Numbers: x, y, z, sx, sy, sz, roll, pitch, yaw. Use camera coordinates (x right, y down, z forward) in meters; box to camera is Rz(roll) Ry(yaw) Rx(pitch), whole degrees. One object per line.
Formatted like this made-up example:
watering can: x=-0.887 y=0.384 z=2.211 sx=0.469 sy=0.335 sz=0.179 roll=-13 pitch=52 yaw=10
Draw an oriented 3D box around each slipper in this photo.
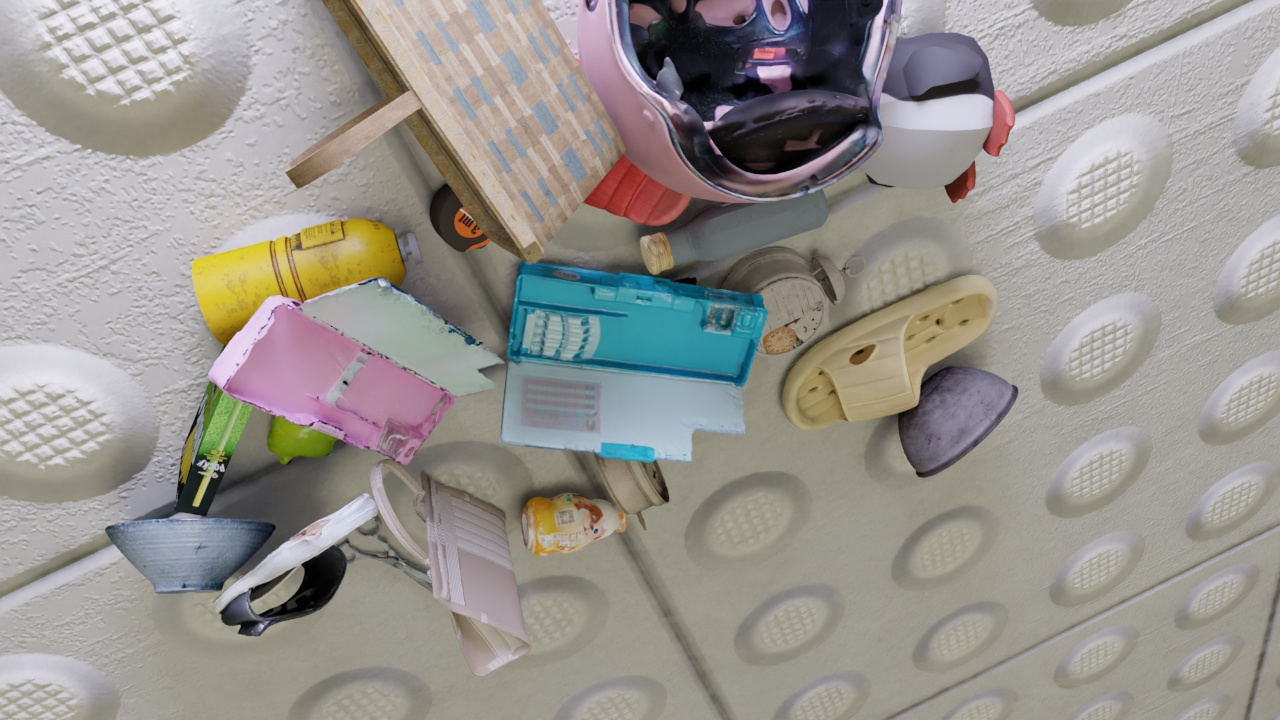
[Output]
slipper: x=0.274 y=0.000 z=0.976 sx=0.261 sy=0.079 sz=0.111 roll=-30 pitch=127 yaw=2
slipper: x=-0.046 y=-0.181 z=0.728 sx=0.248 sy=0.059 sz=0.104 roll=29 pitch=111 yaw=-33
slipper: x=-0.306 y=0.195 z=0.823 sx=0.265 sy=0.063 sz=0.111 roll=-38 pitch=177 yaw=42

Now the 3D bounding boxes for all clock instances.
clock: x=-0.022 y=0.098 z=0.934 sx=0.054 sy=0.093 sz=0.141 roll=-27 pitch=105 yaw=8
clock: x=0.150 y=-0.060 z=0.892 sx=0.157 sy=0.061 sz=0.103 roll=-26 pitch=130 yaw=1

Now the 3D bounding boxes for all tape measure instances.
tape measure: x=-0.142 y=-0.120 z=0.752 sx=0.059 sy=0.038 sz=0.058 roll=-51 pitch=128 yaw=1

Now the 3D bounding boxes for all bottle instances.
bottle: x=-0.071 y=0.172 z=0.976 sx=0.109 sy=0.063 sz=0.063 roll=-3 pitch=126 yaw=-18
bottle: x=0.080 y=-0.117 z=0.816 sx=0.161 sy=0.072 sz=0.046 roll=-19 pitch=96 yaw=-7
bottle: x=-0.255 y=-0.069 z=0.722 sx=0.163 sy=0.071 sz=0.071 roll=-16 pitch=129 yaw=-9

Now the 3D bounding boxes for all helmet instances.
helmet: x=0.057 y=-0.234 z=0.650 sx=0.229 sy=0.153 sz=0.255 roll=-12 pitch=96 yaw=-24

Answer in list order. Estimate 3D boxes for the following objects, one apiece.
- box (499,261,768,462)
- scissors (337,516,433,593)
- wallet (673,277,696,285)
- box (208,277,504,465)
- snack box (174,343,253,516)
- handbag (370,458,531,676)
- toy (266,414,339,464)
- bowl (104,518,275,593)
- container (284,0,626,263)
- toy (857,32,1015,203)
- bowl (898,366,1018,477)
box: x=-0.008 y=0.005 z=0.837 sx=0.227 sy=0.085 sz=0.170 roll=7 pitch=90 yaw=-9
scissors: x=-0.253 y=0.201 z=0.960 sx=0.161 sy=0.014 sz=0.118 roll=17 pitch=118 yaw=-27
wallet: x=0.014 y=-0.022 z=0.898 sx=0.091 sy=0.018 sz=0.116 roll=-14 pitch=127 yaw=-10
box: x=-0.213 y=0.003 z=0.752 sx=0.160 sy=0.062 sz=0.230 roll=-34 pitch=152 yaw=7
snack box: x=-0.350 y=0.048 z=0.765 sx=0.025 sy=0.080 sz=0.148 roll=18 pitch=117 yaw=-31
handbag: x=-0.187 y=0.167 z=0.858 sx=0.062 sy=0.175 sz=0.198 roll=-30 pitch=127 yaw=4
toy: x=-0.301 y=0.046 z=0.813 sx=0.094 sy=0.036 sz=0.093 roll=-40 pitch=124 yaw=2
bowl: x=-0.396 y=0.175 z=0.809 sx=0.137 sy=0.057 sz=0.137 roll=-3 pitch=164 yaw=-1
container: x=-0.151 y=-0.173 z=0.600 sx=0.186 sy=0.157 sz=0.250 roll=-37 pitch=113 yaw=-8
toy: x=0.190 y=-0.214 z=0.772 sx=0.184 sy=0.140 sz=0.159 roll=-3 pitch=158 yaw=-7
bowl: x=0.340 y=0.057 z=1.024 sx=0.067 sy=0.144 sz=0.145 roll=45 pitch=104 yaw=3
